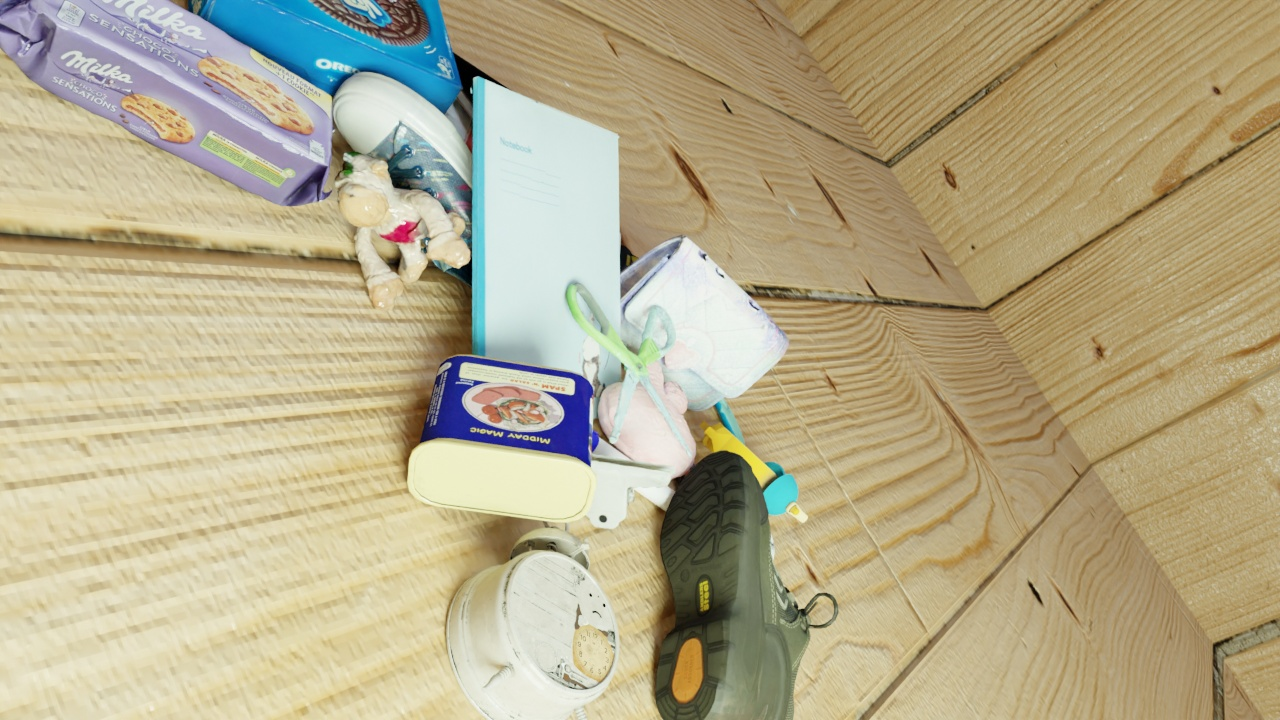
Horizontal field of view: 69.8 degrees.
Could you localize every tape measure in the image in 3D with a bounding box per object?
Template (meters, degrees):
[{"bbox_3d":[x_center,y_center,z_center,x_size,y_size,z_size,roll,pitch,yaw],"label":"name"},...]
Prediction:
[{"bbox_3d":[-0.008,-0.083,0.943,0.061,0.034,0.061,40,31,-27],"label":"tape measure"}]

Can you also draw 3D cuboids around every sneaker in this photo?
[{"bbox_3d":[-0.157,-0.116,0.725,0.235,0.088,0.079,46,47,-24],"label":"sneaker"},{"bbox_3d":[0.094,0.187,0.707,0.143,0.101,0.237,35,41,-27],"label":"sneaker"}]

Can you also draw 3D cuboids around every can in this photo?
[{"bbox_3d":[-0.087,0.049,0.608,0.116,0.057,0.092,9,38,-8],"label":"can"}]

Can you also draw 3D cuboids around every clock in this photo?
[{"bbox_3d":[-0.057,0.151,0.570,0.103,0.061,0.156,38,33,-26],"label":"clock"},{"bbox_3d":[0.107,0.106,0.868,0.129,0.043,0.099,43,1,-2],"label":"clock"}]

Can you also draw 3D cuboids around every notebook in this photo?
[{"bbox_3d":[-0.125,-0.242,0.920,0.141,0.008,0.209,55,18,25],"label":"notebook"},{"bbox_3d":[-0.070,-0.078,0.737,0.180,0.009,0.253,2,86,-55],"label":"notebook"}]

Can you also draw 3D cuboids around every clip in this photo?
[{"bbox_3d":[-0.022,0.094,0.700,0.045,0.102,0.056,-60,153,-55],"label":"clip"}]

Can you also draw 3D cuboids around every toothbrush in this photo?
[{"bbox_3d":[0.076,0.035,0.954,0.135,0.017,0.022,60,25,13],"label":"toothbrush"}]

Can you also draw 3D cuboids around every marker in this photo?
[{"bbox_3d":[-0.009,0.092,0.757,0.141,0.020,0.020,38,31,-26],"label":"marker"}]

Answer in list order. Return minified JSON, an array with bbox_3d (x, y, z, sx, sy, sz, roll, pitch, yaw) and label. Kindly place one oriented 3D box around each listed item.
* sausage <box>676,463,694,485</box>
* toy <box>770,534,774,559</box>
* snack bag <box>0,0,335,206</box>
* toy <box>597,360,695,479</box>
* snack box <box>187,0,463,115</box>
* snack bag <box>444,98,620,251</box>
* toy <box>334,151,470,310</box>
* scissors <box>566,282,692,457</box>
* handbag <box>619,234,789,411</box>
[{"bbox_3d":[0.041,0.102,0.822,0.020,0.020,0.155,24,39,-43],"label":"sausage"},{"bbox_3d":[0.094,0.159,0.817,0.079,0.038,0.122,20,46,-64],"label":"toy"},{"bbox_3d":[-0.296,-0.177,0.589,0.205,0.059,0.096,27,34,-35],"label":"snack bag"},{"bbox_3d":[0.010,0.046,0.792,0.108,0.053,0.104,44,39,-24],"label":"toy"},{"bbox_3d":[-0.263,-0.311,0.758,0.195,0.056,0.238,14,43,-39],"label":"snack box"},{"bbox_3d":[-0.108,-0.163,0.879,0.225,0.041,0.077,37,29,-24],"label":"snack bag"},{"bbox_3d":[-0.173,-0.103,0.648,0.106,0.085,0.074,56,27,-18],"label":"toy"},{"bbox_3d":[-0.001,0.004,0.752,0.171,0.023,0.171,58,30,-4],"label":"scissors"},{"bbox_3d":[0.045,-0.030,0.865,0.158,0.127,0.069,39,33,-28],"label":"handbag"}]
